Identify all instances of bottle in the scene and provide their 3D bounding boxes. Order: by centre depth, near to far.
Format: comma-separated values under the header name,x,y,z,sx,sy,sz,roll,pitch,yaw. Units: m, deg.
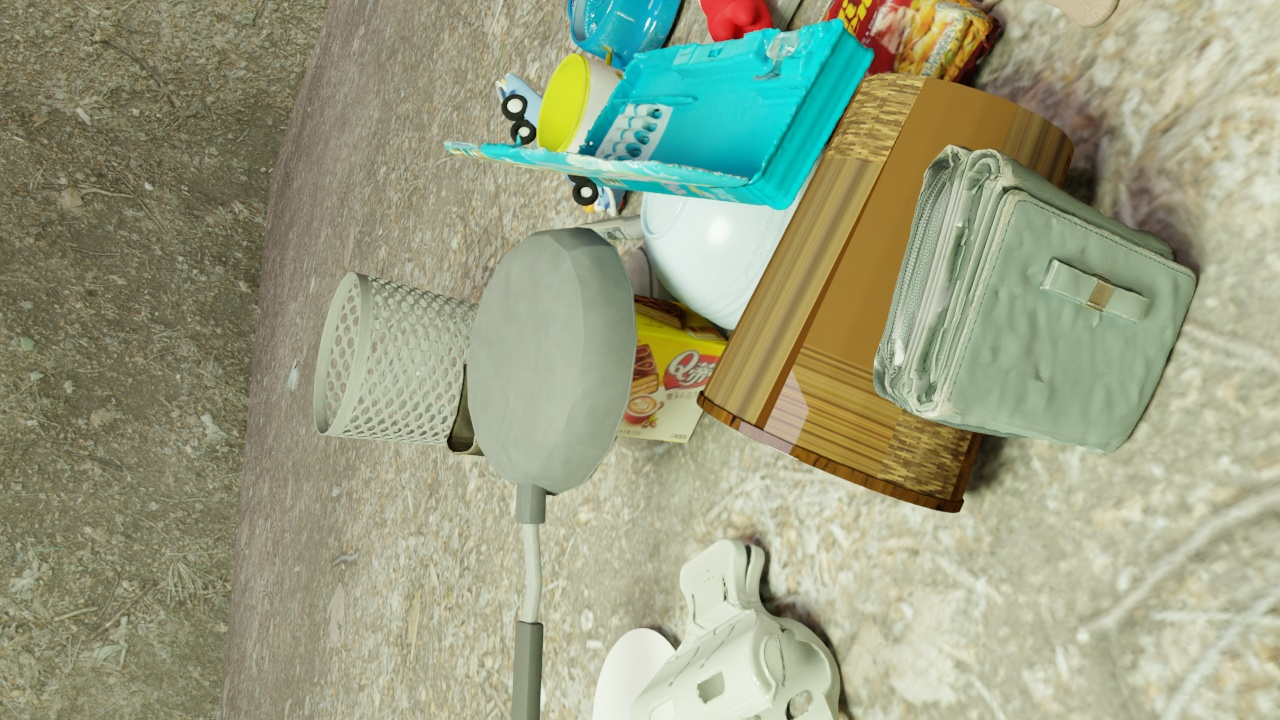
name,x,y,z,sx,sy,sz,roll,pitch,yaw
bottle,0.058,-0.268,0.648,0.042,0.042,0.141,-50,40,40

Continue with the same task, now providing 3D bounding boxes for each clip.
name,x,y,z,sx,sy,sz,roll,pitch,yaw
clip,0.043,0.176,0.527,0.127,0.104,0.151,-45,54,40

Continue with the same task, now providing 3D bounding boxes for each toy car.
name,x,y,z,sx,sy,sz,roll,pitch,yaw
toy car,-0.066,-0.193,0.803,0.054,0.153,0.056,-43,-13,-9

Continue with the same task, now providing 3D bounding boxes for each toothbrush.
name,x,y,z,sx,sy,sz,roll,pitch,yaw
toothbrush,-0.005,-0.110,0.763,0.024,0.022,0.186,-43,23,-19

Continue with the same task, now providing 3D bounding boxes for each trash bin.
name,x,y,z,sx,sy,sz,roll,pitch,yaw
trash bin,-0.211,0.008,0.912,0.157,0.183,0.156,-28,57,54

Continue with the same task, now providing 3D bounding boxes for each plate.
name,x,y,z,sx,sy,sz,roll,pitch,yaw
plate,0.004,0.254,0.632,0.135,0.011,0.134,-28,56,53

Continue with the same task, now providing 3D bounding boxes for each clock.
name,x,y,z,sx,sy,sz,roll,pitch,yaw
clock,-0.019,-0.328,0.822,0.117,0.060,0.161,-59,34,31

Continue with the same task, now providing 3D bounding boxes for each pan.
name,x,y,z,sx,sy,sz,roll,pitch,yaw
pan,-0.071,0.086,0.585,0.179,0.041,0.357,-12,74,54

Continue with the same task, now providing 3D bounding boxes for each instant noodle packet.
name,x,y,z,sx,sy,sz,roll,pitch,yaw
instant noodle packet,0.138,-0.167,0.522,0.135,0.039,0.099,59,137,48

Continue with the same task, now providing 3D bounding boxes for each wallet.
name,x,y,z,sx,sy,sz,roll,pitch,yaw
wallet,0.152,-0.018,0.354,0.054,0.131,0.100,15,94,57

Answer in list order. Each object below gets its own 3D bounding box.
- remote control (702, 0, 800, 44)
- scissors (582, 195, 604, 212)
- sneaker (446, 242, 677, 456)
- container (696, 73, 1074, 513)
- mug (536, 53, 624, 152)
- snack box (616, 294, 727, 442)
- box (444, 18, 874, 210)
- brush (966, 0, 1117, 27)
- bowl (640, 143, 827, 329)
name,x,y,z,sx,sy,sz,roll,pitch,yaw
remote control,0.079,-0.242,0.666,0.151,0.019,0.074,-61,34,26
scissors,-0.028,-0.198,0.842,0.065,0.013,0.128,26,103,58
sneaker,-0.061,-0.001,0.725,0.235,0.119,0.095,-54,38,32
container,0.118,-0.033,0.430,0.132,0.132,0.167,31,101,59
mug,-0.017,-0.185,0.725,0.083,0.106,0.082,-27,57,54
snack box,-0.004,0.004,0.637,0.061,0.105,0.084,51,125,48
box,0.003,-0.123,0.519,0.227,0.171,0.084,26,143,60
brush,0.189,-0.200,0.467,0.050,0.015,0.135,-63,33,27
bowl,0.048,-0.102,0.601,0.151,0.074,0.150,-45,37,48
